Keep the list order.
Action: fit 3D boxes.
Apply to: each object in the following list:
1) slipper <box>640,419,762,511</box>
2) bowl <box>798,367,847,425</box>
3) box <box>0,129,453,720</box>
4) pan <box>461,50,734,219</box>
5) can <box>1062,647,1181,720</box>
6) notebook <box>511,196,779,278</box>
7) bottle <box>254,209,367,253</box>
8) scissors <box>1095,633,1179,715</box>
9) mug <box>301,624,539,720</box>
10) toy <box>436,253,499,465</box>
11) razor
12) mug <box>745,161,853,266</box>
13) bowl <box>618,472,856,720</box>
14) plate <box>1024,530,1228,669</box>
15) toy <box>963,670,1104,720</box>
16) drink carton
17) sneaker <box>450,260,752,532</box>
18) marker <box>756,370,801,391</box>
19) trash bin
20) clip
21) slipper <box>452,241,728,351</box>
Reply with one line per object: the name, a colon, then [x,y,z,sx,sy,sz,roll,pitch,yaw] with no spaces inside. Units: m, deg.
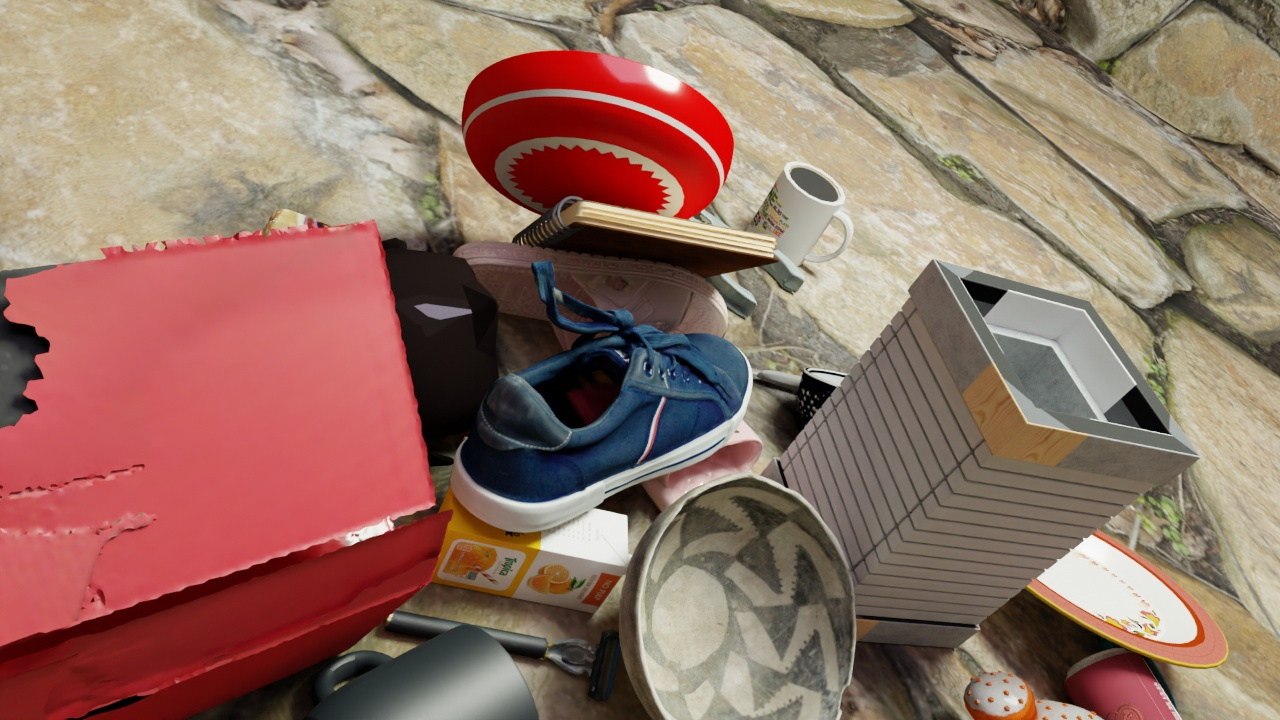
slipper: [0.049,0.081,0.706,0.106,0.056,0.221,-4,50,-32]
bowl: [0.193,0.055,0.804,0.120,0.066,0.120,14,8,-2]
box: [-0.188,0.072,0.362,0.210,0.319,0.121,-15,48,-39]
pan: [-0.014,-0.140,0.773,0.209,0.356,0.067,4,73,18]
can: [0.373,0.279,0.687,0.063,0.063,0.114,6,45,-27]
notebook: [-0.007,-0.094,0.753,0.167,0.226,0.024,8,88,-17]
bottle: [-0.203,-0.057,0.695,0.166,0.060,0.059,22,39,-17]
scissors: [0.411,0.247,0.781,0.122,0.019,0.148,-15,51,-37]
mug: [-0.126,0.187,0.472,0.122,0.085,0.094,23,29,39]
toy: [-0.188,-0.004,0.580,0.183,0.140,0.159,-9,78,-29]
razor: [-0.083,0.171,0.557,0.144,0.022,0.042,16,81,-11]
mug: [0.182,-0.152,1.010,0.105,0.090,0.073,39,40,11]
bowl: [0.049,0.164,0.581,0.178,0.081,0.178,11,71,-36]
plate: [0.379,0.186,0.787,0.229,0.021,0.229,19,20,-7]
toy: [0.283,0.297,0.590,0.164,0.093,0.172,23,41,2]
drink carton: [-0.069,0.120,0.586,0.122,0.059,0.040,16,41,-17]
sneaker: [-0.004,0.004,0.624,0.121,0.127,0.293,34,30,23]
marker: [0.173,0.025,0.869,0.138,0.022,0.016,14,47,-21]
trash bin: [0.219,0.079,0.659,0.142,0.248,0.142,11,43,-22]
clip: [0.077,-0.100,0.940,0.174,0.030,0.158,33,38,5]
slipper: [-0.038,-0.038,0.743,0.239,0.094,0.064,11,59,-17]
